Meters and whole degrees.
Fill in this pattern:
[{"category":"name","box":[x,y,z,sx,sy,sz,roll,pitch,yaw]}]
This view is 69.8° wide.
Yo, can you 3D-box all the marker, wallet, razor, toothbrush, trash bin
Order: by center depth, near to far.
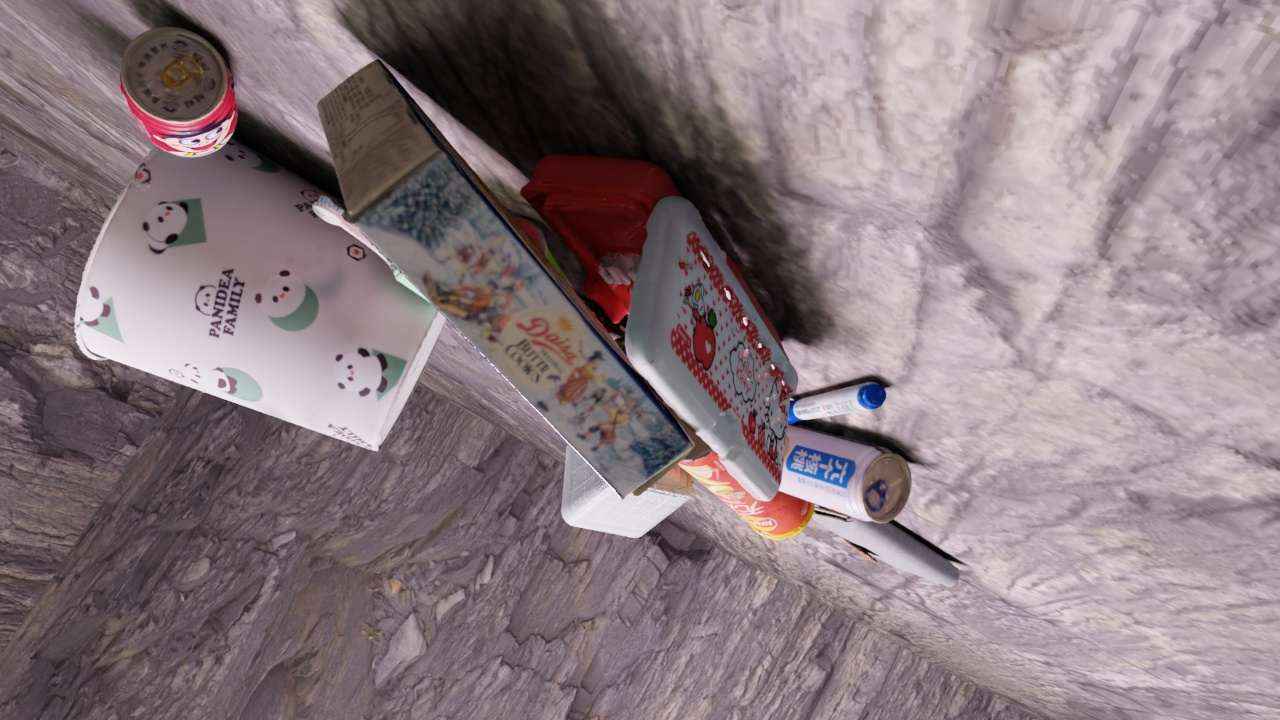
[{"category":"marker","box":[0.119,0.028,0.582,0.017,0.017,0.146,30,169,-5]},{"category":"marker","box":[0.016,-0.012,0.676,0.124,0.015,0.018,31,168,8]},{"category":"toothbrush","box":[-0.165,-0.059,0.741,0.224,0.027,0.027,36,128,-22]},{"category":"razor","box":[-0.005,0.005,0.780,0.143,0.022,0.042,69,175,-72]},{"category":"trash bin","box":[-0.309,-0.053,0.815,0.252,0.229,0.230,25,170,-8]},{"category":"wallet","box":[0.239,0.183,0.923,0.129,0.037,0.107,32,168,-12]}]

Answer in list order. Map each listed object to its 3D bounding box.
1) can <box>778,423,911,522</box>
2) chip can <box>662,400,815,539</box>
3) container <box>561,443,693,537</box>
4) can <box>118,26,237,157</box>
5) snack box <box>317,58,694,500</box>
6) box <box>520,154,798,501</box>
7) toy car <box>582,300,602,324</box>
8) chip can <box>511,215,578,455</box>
[{"category":"can","box":[0.132,0.079,0.679,0.053,0.053,0.135,36,167,-31]},{"category":"chip can","box":[0.088,0.093,0.812,0.073,0.073,0.216,21,165,38]},{"category":"container","box":[-0.010,0.100,0.845,0.090,0.090,0.112,14,149,-21]},{"category":"can","box":[-0.305,-0.177,0.610,0.066,0.066,0.094,33,168,-18]},{"category":"snack box","box":[-0.069,-0.043,0.436,0.182,0.046,0.178,50,-179,-35]},{"category":"box","box":[0.016,-0.007,0.465,0.110,0.100,0.201,11,161,30]},{"category":"toy car","box":[-0.050,-0.024,0.738,0.048,0.032,0.105,21,156,13]},{"category":"chip can","box":[-0.059,-0.004,0.662,0.072,0.072,0.236,23,159,30]}]
